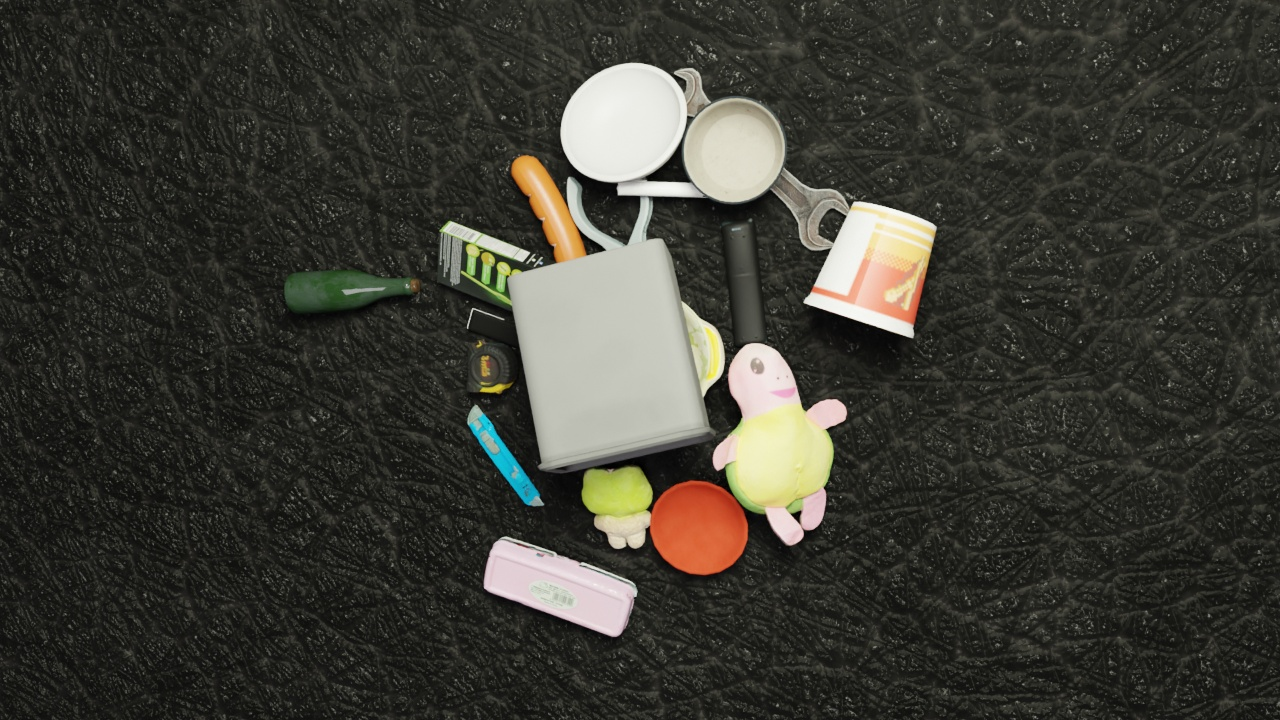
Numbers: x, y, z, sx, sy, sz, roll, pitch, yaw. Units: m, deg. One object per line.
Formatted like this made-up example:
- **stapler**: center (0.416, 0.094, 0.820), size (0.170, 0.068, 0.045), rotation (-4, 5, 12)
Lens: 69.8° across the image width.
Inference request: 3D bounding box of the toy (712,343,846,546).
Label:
- **toy**: center (0.159, 0.097, 1.079), size (0.189, 0.088, 0.238), rotation (-20, 97, -20)

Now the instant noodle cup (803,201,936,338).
- **instant noodle cup**: center (0.259, -0.102, 1.011), size (0.123, 0.123, 0.121), rotation (19, 96, 8)

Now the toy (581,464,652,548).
- **toy**: center (-0.027, 0.185, 1.163), size (0.092, 0.046, 0.115), rotation (-7, 106, 15)

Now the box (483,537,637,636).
- **box**: center (-0.107, 0.299, 1.209), size (0.202, 0.044, 0.086), rotation (17, 109, 8)

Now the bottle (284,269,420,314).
- **bottle**: center (-0.367, -0.091, 1.181), size (0.174, 0.055, 0.055), rotation (-3, 100, 12)

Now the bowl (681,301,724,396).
- **bowl**: center (-0.007, 0.006, 1.101), size (0.219, 0.060, 0.188), rotation (-8, 82, 9)

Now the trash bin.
- **trash bin**: center (-0.034, -0.002, 1.027), size (0.192, 0.097, 0.219), rotation (-13, 79, 8)

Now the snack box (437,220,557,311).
- **snack box**: center (-0.178, -0.108, 1.131), size (0.147, 0.025, 0.080), rotation (22, 134, 8)

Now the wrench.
- **wrench**: center (0.133, -0.234, 1.064), size (0.273, 0.010, 0.070), rotation (43, 106, 2)

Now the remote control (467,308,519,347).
- **remote control**: center (-0.162, -0.033, 1.168), size (0.124, 0.011, 0.028), rotation (20, 104, 8)

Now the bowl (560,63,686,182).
- **bowl**: center (-0.015, -0.267, 1.060), size (0.150, 0.043, 0.149), rotation (-5, 73, 15)

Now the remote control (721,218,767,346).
- **remote control**: center (0.123, -0.091, 1.089), size (0.041, 0.020, 0.152), rotation (-5, 101, 14)

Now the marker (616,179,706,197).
- **marker**: center (0.039, -0.201, 1.069), size (0.133, 0.017, 0.020), rotation (1, 125, -5)

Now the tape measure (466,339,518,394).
- **tape measure**: center (-0.187, 0.008, 1.169), size (0.063, 0.038, 0.067), rotation (4, 99, 20)

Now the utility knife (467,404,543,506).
- **utility knife**: center (-0.178, 0.129, 1.202), size (0.031, 0.015, 0.158), rotation (-36, 93, 21)

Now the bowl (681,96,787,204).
- **bowl**: center (0.108, -0.235, 1.032), size (0.115, 0.059, 0.115), rotation (2, 101, 12)

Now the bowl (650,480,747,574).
- **bowl**: center (0.075, 0.204, 1.149), size (0.122, 0.035, 0.122), rotation (2, 101, 12)

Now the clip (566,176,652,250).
- **clip**: center (0.001, -0.170, 1.097), size (0.143, 0.029, 0.172), rotation (-28, 94, 17)

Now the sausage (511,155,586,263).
- **sausage**: center (-0.107, -0.173, 1.114), size (0.044, 0.039, 0.164), rotation (-24, 95, 20)
